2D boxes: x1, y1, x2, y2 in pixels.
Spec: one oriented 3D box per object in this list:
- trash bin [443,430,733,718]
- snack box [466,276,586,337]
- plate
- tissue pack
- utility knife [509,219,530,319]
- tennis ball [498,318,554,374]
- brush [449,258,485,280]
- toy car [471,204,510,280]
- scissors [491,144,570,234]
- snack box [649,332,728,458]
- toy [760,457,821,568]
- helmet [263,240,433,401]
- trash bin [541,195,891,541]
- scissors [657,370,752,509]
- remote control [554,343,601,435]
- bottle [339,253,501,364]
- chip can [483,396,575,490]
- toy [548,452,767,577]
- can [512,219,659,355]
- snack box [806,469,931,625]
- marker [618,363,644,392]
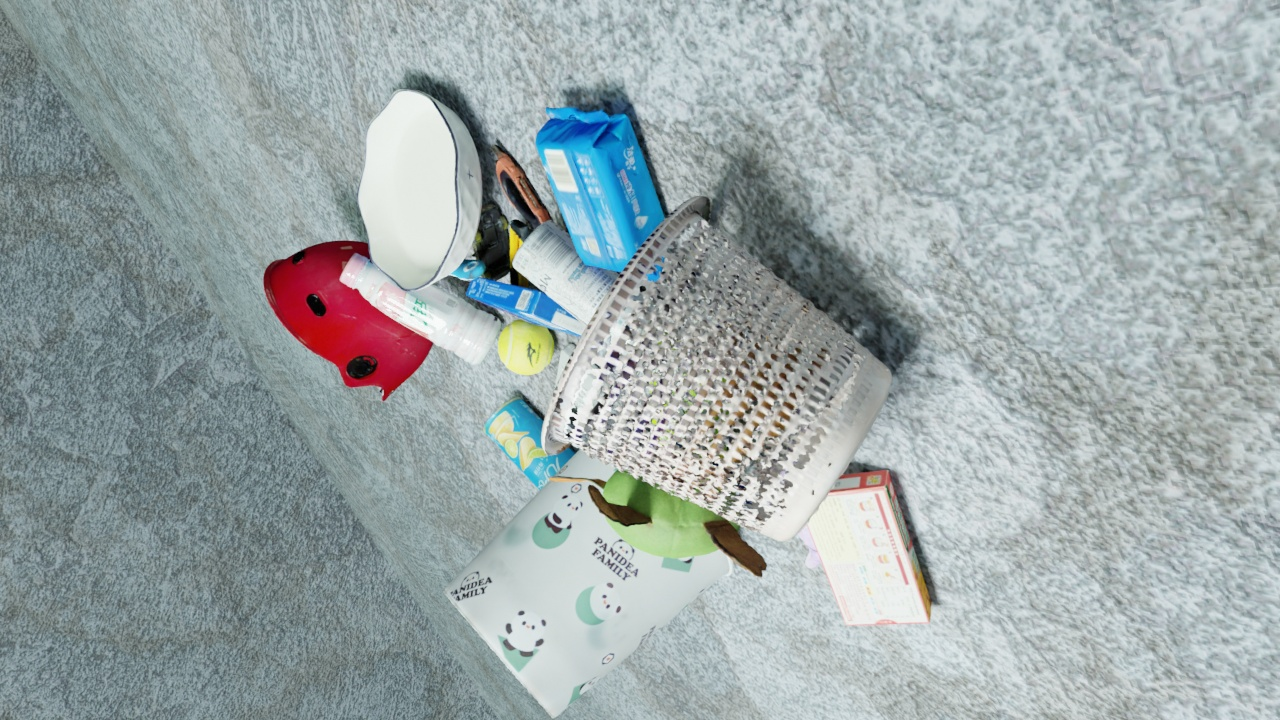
[{"bbox_3d":[-0.063,0.240,1.026,0.229,0.251,0.230,43,162,18],"label":"trash bin"},{"bbox_3d":[-0.112,-0.055,0.956,0.084,0.026,0.157,23,177,-36],"label":"snack box"},{"bbox_3d":[-0.230,-0.175,0.958,0.205,0.045,0.205,8,101,46],"label":"plate"},{"bbox_3d":[-0.029,-0.140,0.774,0.095,0.052,0.157,20,139,48],"label":"tissue pack"},{"bbox_3d":[-0.134,-0.090,1.017,0.033,0.015,0.220,51,159,15],"label":"utility knife"},{"bbox_3d":[-0.132,-0.016,1.061,0.065,0.065,0.066,37,149,26],"label":"tennis ball"},{"bbox_3d":[-0.250,-0.133,1.074,0.109,0.060,0.315,52,164,-14],"label":"brush"},{"bbox_3d":[-0.166,-0.128,1.006,0.035,0.042,0.090,40,151,40],"label":"toy car"},{"bbox_3d":[-0.078,-0.123,0.909,0.226,0.015,0.189,58,152,-13],"label":"scissors"},{"bbox_3d":[0.047,0.052,0.914,0.086,0.026,0.157,34,147,29],"label":"snack box"},{"bbox_3d":[0.151,0.136,0.841,0.108,0.038,0.084,49,133,4],"label":"toy"},{"bbox_3d":[-0.362,-0.076,1.212,0.207,0.144,0.240,60,-173,27],"label":"helmet"},{"bbox_3d":[0.066,0.022,0.681,0.192,0.226,0.228,32,149,9],"label":"trash bin"},{"bbox_3d":[0.056,0.086,0.899,0.176,0.012,0.163,53,152,-3],"label":"scissors"},{"bbox_3d":[-0.077,0.039,1.092,0.058,0.021,0.150,43,150,16],"label":"remote control"},{"bbox_3d":[-0.270,-0.067,1.129,0.197,0.068,0.068,30,156,-13],"label":"bottle"},{"bbox_3d":[-0.114,0.143,1.216,0.210,0.071,0.071,44,151,15],"label":"chip can"},{"bbox_3d":[0.030,0.125,0.804,0.227,0.090,0.246,13,180,1],"label":"toy"},{"bbox_3d":[-0.048,-0.066,0.862,0.147,0.058,0.058,39,151,3],"label":"can"},{"bbox_3d":[0.195,0.166,0.793,0.077,0.026,0.156,-10,118,27],"label":"snack box"},{"bbox_3d":[-0.006,0.006,0.947,0.018,0.022,0.131,61,157,14],"label":"marker"}]
